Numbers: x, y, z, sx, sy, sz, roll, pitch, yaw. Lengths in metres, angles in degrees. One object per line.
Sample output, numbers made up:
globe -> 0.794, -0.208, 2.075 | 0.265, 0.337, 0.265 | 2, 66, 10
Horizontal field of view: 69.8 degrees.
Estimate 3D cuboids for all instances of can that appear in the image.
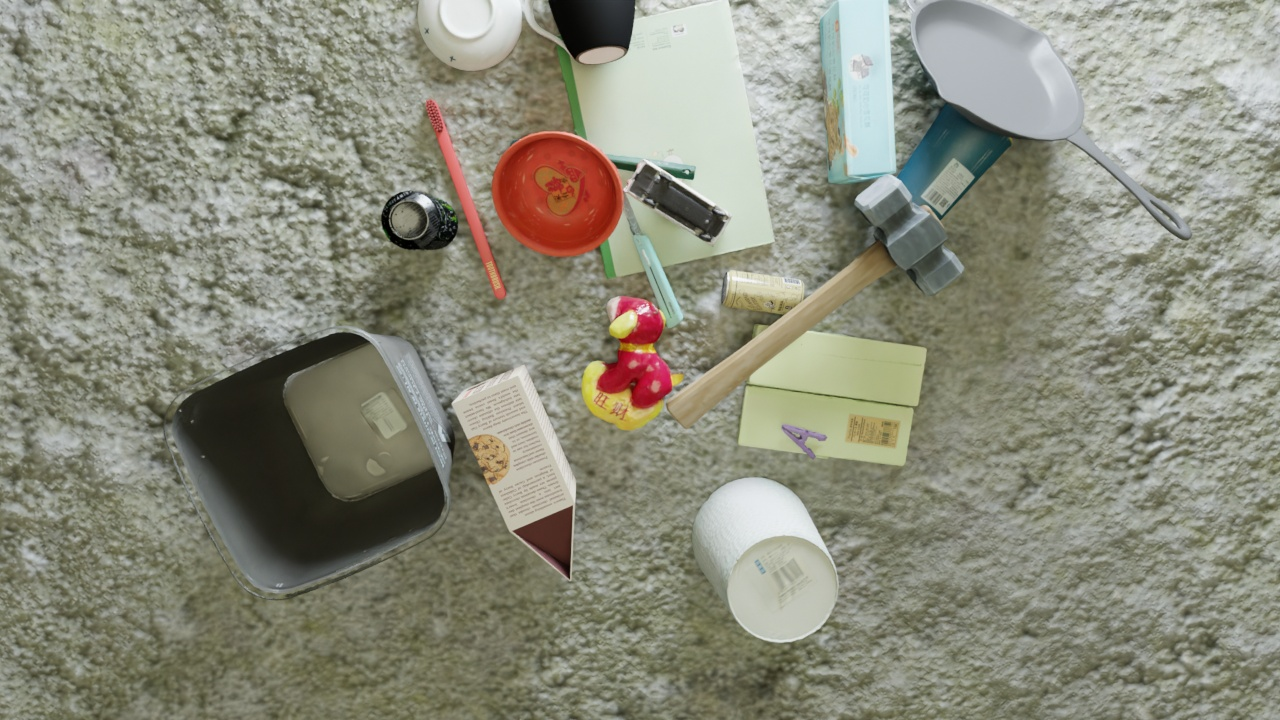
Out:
can -> 0.126, -0.070, 0.951 | 0.079, 0.038, 0.038 | 7, 96, -4
can -> -0.208, -0.132, 0.876 | 0.054, 0.137, 0.054 | 0, 97, -3

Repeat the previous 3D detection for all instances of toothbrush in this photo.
toothbrush -> -0.038, -0.204, 0.928 | 0.190, 0.017, 0.016 | 8, 97, -1
toothbrush -> -0.178, -0.163, 0.935 | 0.012, 0.018, 0.212 | -19, 97, -1

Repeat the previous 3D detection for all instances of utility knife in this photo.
utility knife -> 0.004, -0.115, 0.938 | 0.022, 0.015, 0.177 | -13, 108, 32

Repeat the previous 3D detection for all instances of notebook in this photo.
notebook -> 0.026, -0.225, 0.942 | 0.182, 0.010, 0.252 | -13, 97, -1

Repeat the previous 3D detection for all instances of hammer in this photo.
hammer -> 0.160, -0.041, 0.918 | 0.323, 0.051, 0.117 | -39, 109, 13

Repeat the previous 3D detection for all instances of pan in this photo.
pan -> 0.386, -0.237, 0.886 | 0.215, 0.024, 0.354 | -34, 76, -35

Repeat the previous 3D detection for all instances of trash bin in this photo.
trash bin -> 0.126, 0.201, 0.920 | 0.133, 0.161, 0.133 | 0, 96, -3
trash bin -> -0.277, 0.074, 0.855 | 0.197, 0.220, 0.197 | -23, 97, 0

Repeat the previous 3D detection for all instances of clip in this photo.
clip -> 0.172, 0.086, 0.969 | 0.050, 0.014, 0.046 | 0, 107, -5

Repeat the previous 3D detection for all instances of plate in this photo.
plate -> -0.171, -0.343, 0.910 | 0.104, 0.026, 0.104 | 0, 97, -2

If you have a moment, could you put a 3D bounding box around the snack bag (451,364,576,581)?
snack bag -> -0.111, 0.117, 0.932 | 0.070, 0.094, 0.206 | -23, 97, 0

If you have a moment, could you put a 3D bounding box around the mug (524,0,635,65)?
mug -> -0.060, -0.340, 0.891 | 0.119, 0.084, 0.100 | -9, 91, 29

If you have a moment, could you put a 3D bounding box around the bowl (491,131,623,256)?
bowl -> -0.079, -0.171, 0.911 | 0.130, 0.045, 0.131 | 3, 123, 5

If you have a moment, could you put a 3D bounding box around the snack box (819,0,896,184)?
snack box -> 0.216, -0.267, 0.914 | 0.053, 0.075, 0.175 | -6, 97, -3

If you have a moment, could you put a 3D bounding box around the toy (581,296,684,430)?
toy -> -0.006, 0.005, 0.941 | 0.105, 0.067, 0.137 | 12, 98, 12

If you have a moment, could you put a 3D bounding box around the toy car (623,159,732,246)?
toy car -> 0.037, -0.160, 0.926 | 0.113, 0.039, 0.039 | 28, 103, -25

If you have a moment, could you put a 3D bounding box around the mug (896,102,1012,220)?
mug -> 0.305, -0.192, 0.930 | 0.078, 0.078, 0.121 | 36, 98, -6

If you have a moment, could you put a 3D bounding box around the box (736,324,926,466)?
box -> 0.203, 0.038, 0.977 | 0.187, 0.024, 0.137 | 9, 99, -4
